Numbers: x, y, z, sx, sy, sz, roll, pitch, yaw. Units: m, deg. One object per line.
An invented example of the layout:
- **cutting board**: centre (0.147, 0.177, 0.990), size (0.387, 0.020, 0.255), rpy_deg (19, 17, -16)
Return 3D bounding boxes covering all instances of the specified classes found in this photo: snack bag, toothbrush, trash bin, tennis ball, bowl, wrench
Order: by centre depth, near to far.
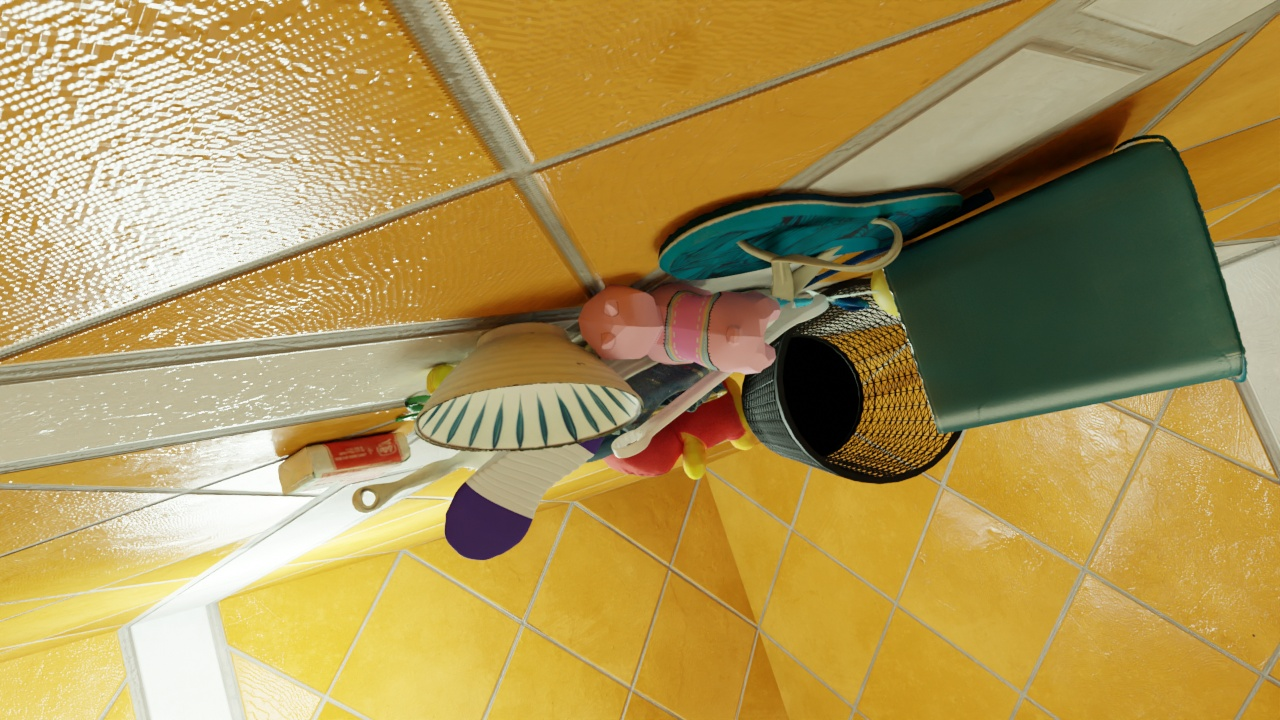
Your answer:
- **bowl**: centre (-0.089, 0.016, 0.724), size (0.177, 0.070, 0.177), rpy_deg (-7, 161, -3)
- **trash bin**: centre (0.328, -0.050, 0.760), size (0.219, 0.199, 0.196), rpy_deg (-19, -177, 16)
- **wrench**: centre (0.074, 0.007, 0.788), size (0.272, 0.009, 0.047), rpy_deg (-36, -159, -34)
- **toothbrush**: centre (0.219, -0.107, 0.817), size (0.190, 0.017, 0.016), rpy_deg (-25, 176, 25)
- **tennis ball**: centre (0.262, -0.076, 0.911), size (0.065, 0.065, 0.065), rpy_deg (-18, 170, -3)
- **snack bag**: centre (-0.308, 0.106, 0.954), size (0.115, 0.036, 0.077), rpy_deg (-7, 164, -47)
- **trash bin**: centre (0.229, 0.035, 1.082), size (0.216, 0.217, 0.243), rpy_deg (-17, 176, -10)

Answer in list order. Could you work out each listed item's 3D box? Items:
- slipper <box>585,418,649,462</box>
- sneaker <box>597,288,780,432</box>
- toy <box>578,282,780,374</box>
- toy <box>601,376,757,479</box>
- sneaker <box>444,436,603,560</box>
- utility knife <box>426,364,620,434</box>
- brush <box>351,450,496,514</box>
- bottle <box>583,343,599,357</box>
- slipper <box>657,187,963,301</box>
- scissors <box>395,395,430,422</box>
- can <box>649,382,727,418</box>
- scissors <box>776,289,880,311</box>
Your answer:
- **slipper**: centre (-0.030, 0.068, 1.167), size (0.213, 0.059, 0.104), rpy_deg (-29, -163, -26)
- **sneaker**: centre (0.049, 0.002, 0.843), size (0.234, 0.079, 0.088), rpy_deg (-24, 172, -36)
- **toy**: centre (0.033, -0.026, 0.718), size (0.123, 0.067, 0.157), rpy_deg (9, -173, 35)
- **toy**: centre (0.044, 0.090, 1.258), size (0.216, 0.147, 0.099), rpy_deg (-17, 131, -2)
- **sneaker**: centre (-0.131, 0.115, 1.032), size (0.245, 0.092, 0.111), rpy_deg (-45, -164, 19)
- **utility knife**: centre (-0.096, 0.040, 0.816), size (0.202, 0.028, 0.020), rpy_deg (18, 153, -36)
- **brush**: centre (-0.221, 0.120, 1.016), size (0.077, 0.062, 0.271), rpy_deg (-38, 172, 26)
- **bottle**: centre (-0.080, 0.030, 0.897), size (0.162, 0.056, 0.056), rpy_deg (-26, 167, 39)
- **slipper**: centre (0.137, -0.081, 0.692), size (0.294, 0.060, 0.118), rpy_deg (-12, 171, -33)
- **scissors**: centre (-0.181, 0.051, 0.892), size (0.131, 0.011, 0.125), rpy_deg (-4, 164, 6)
- **can**: centre (0.047, 0.026, 1.088), size (0.099, 0.059, 0.054), rpy_deg (-15, 169, -18)
- **scissors**: centre (0.187, -0.061, 0.916), size (0.133, 0.014, 0.128), rpy_deg (5, 170, -41)
